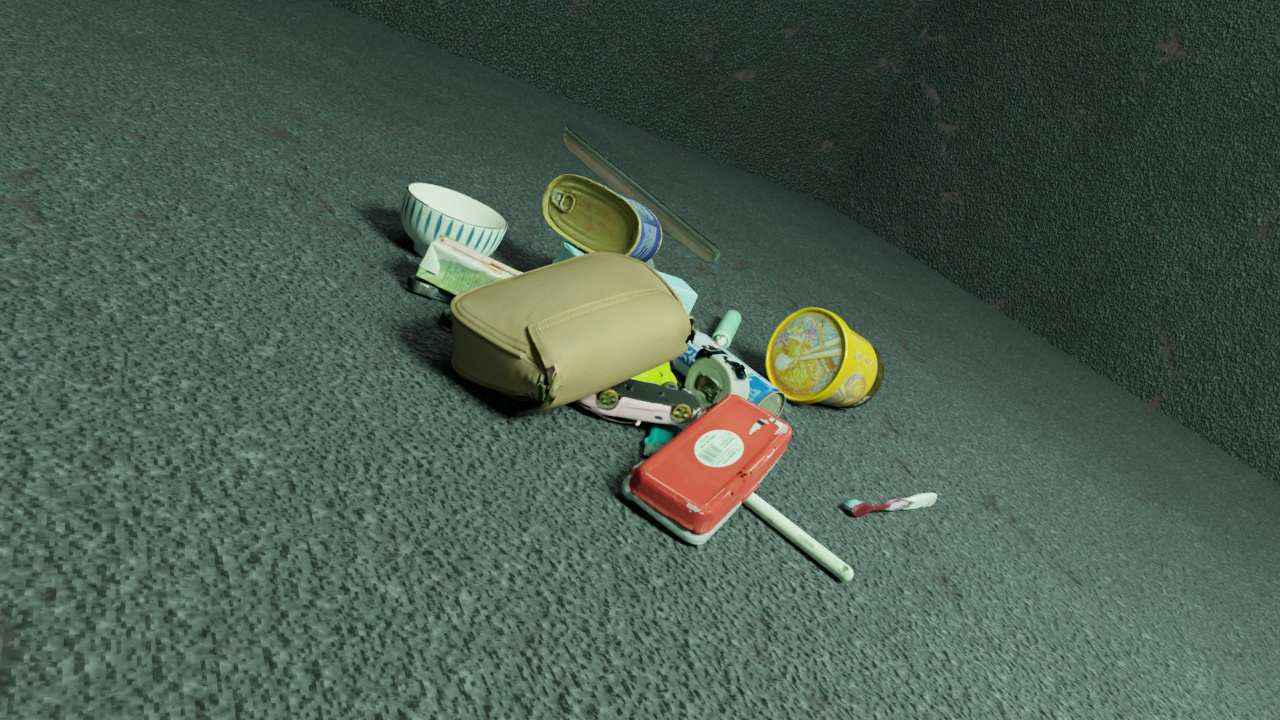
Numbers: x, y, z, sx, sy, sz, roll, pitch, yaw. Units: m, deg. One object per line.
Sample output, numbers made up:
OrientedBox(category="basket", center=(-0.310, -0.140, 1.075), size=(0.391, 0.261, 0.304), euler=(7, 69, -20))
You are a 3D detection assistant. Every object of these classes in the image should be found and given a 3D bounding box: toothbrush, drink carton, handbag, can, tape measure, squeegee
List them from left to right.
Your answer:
OrientedBox(category="drink carton", center=(-0.158, -0.081, 0.921), size=(0.122, 0.045, 0.053), euler=(27, 16, -7))
OrientedBox(category="handbag", center=(-0.060, -0.023, 0.805), size=(0.204, 0.100, 0.148), euler=(-21, 39, -34))
OrientedBox(category="can", center=(-0.044, -0.159, 1.037), size=(0.148, 0.075, 0.049), euler=(32, 15, 31))
OrientedBox(category="squeegee", center=(0.002, -0.140, 1.143), size=(0.247, 0.040, 0.250), euler=(41, -11, 19))
OrientedBox(category="tape measure", center=(0.079, 0.026, 0.951), size=(0.033, 0.066, 0.066), euler=(-2, 31, -46))
OrientedBox(category="toothbrush", center=(0.110, -0.033, 1.213), size=(0.026, 0.027, 0.224), euler=(-7, 13, 14))
OrientedBox(category="can", center=(0.093, 0.020, 1.004), size=(0.053, 0.053, 0.134), euler=(3, 29, -49))
OrientedBox(category="toothbrush", center=(0.105, 0.127, 0.791), size=(0.029, 0.020, 0.189), euler=(-38, 58, -24))
OrientedBox(category="toothbrush", center=(0.262, 0.147, 0.951), size=(0.017, 0.016, 0.187), euler=(29, 17, 39))

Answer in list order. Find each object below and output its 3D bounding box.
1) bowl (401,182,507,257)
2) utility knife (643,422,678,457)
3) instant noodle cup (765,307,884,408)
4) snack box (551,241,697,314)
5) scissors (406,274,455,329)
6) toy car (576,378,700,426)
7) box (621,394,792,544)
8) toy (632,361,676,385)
OrientedBox(category="bowl", center=(-0.214, -0.144, 1.023), size=(0.116, 0.066, 0.116), euler=(22, 19, -8))
OrientedBox(category="utility knife", center=(0.024, 0.056, 0.881), size=(0.029, 0.013, 0.186), euler=(26, 18, -2))
OrientedBox(category="instant noodle cup", center=(0.237, 0.004, 1.153), size=(0.114, 0.118, 0.118), euler=(18, 19, -44))
OrientedBox(category="snack box", center=(-0.024, -0.075, 1.074), size=(0.174, 0.074, 0.051), euler=(15, 21, -30))
OrientedBox(category="scissors", center=(-0.156, -0.050, 0.931), size=(0.177, 0.014, 0.159), euler=(25, 18, -8))
OrientedBox(category="toy car", center=(-0.004, 0.038, 0.847), size=(0.122, 0.037, 0.056), euler=(11, 24, -17))
OrientedBox(category="box", center=(0.059, 0.086, 0.776), size=(0.086, 0.047, 0.200), euler=(30, 29, 17))
OrientedBox(category="toy", center=(-0.006, 0.005, 0.939), size=(0.096, 0.031, 0.100), euler=(32, 26, -3))
